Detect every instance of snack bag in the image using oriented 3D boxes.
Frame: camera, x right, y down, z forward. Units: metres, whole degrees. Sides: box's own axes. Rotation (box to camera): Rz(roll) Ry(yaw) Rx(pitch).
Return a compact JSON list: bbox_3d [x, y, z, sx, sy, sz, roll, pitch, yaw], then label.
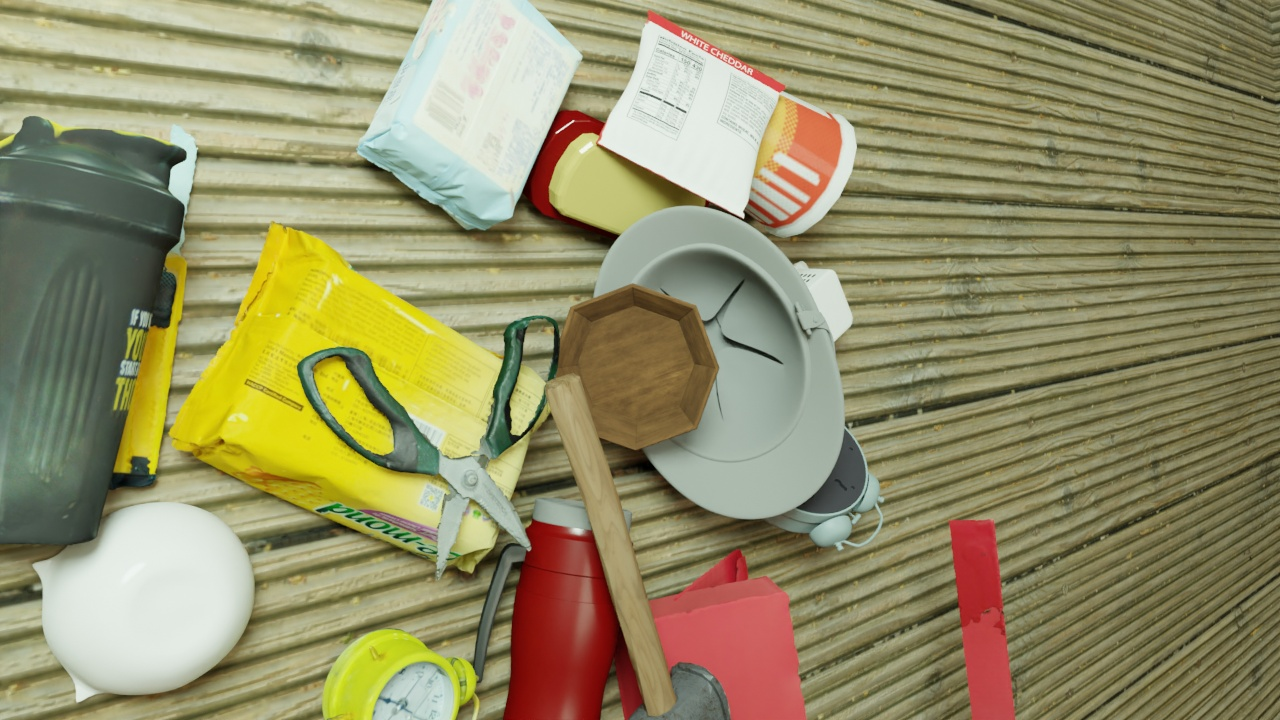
[{"bbox_3d":[0.045,-0.200,0.731,0.130,0.039,0.143,25,64,-12],"label":"snack bag"},{"bbox_3d":[-0.172,0.034,0.622,0.247,0.068,0.159,33,69,-34],"label":"snack bag"}]

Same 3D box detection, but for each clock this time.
[{"bbox_3d":[0.158,0.109,0.861,0.159,0.045,0.122,42,52,14],"label":"clock"},{"bbox_3d":[-0.160,0.237,0.635,0.119,0.057,0.083,41,63,-39],"label":"clock"}]

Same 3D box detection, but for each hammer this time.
[{"bbox_3d":[-0.010,0.163,0.658,0.097,0.052,0.328,-30,113,-42],"label":"hammer"}]

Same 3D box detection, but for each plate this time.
[{"bbox_3d":[-0.004,0.004,0.721,0.131,0.025,0.131,1,100,3],"label":"plate"}]

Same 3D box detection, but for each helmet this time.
[{"bbox_3d":[0.066,-0.005,0.791,0.183,0.117,0.271,-25,101,7],"label":"helmet"}]

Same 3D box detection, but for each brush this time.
[{"bbox_3d":[-0.013,-0.139,0.753,0.173,0.042,0.082,14,113,-39],"label":"brush"}]

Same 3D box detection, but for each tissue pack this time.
[{"bbox_3d":[-0.120,-0.196,0.673,0.112,0.070,0.181,34,66,-35],"label":"tissue pack"}]

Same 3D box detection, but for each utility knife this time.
[{"bbox_3d":[-0.295,-0.034,0.558,0.030,0.019,0.224,12,78,-48],"label":"utility knife"}]

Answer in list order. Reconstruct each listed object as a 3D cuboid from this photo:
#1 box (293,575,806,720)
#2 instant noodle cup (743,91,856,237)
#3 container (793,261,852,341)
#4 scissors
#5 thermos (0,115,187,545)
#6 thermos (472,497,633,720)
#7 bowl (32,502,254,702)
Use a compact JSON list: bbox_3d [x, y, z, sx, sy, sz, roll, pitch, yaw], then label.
[{"bbox_3d":[-0.087,0.317,0.836,0.170,0.480,0.214,-22,104,-62],"label":"box"},{"bbox_3d":[0.108,-0.194,0.837,0.121,0.124,0.123,22,75,-30],"label":"instant noodle cup"},{"bbox_3d":[0.157,-0.039,0.912,0.129,0.050,0.081,-39,113,-34],"label":"container"},{"bbox_3d":[-0.114,0.033,0.616,0.202,0.015,0.203,53,54,-24],"label":"scissors"},{"bbox_3d":[-0.314,-0.017,0.495,0.098,0.098,0.220,12,87,-39],"label":"thermos"},{"bbox_3d":[-0.069,0.207,0.700,0.108,0.084,0.198,10,84,-13],"label":"thermos"},{"bbox_3d":[-0.281,0.142,0.539,0.114,0.051,0.114,1,88,-40],"label":"bowl"}]
